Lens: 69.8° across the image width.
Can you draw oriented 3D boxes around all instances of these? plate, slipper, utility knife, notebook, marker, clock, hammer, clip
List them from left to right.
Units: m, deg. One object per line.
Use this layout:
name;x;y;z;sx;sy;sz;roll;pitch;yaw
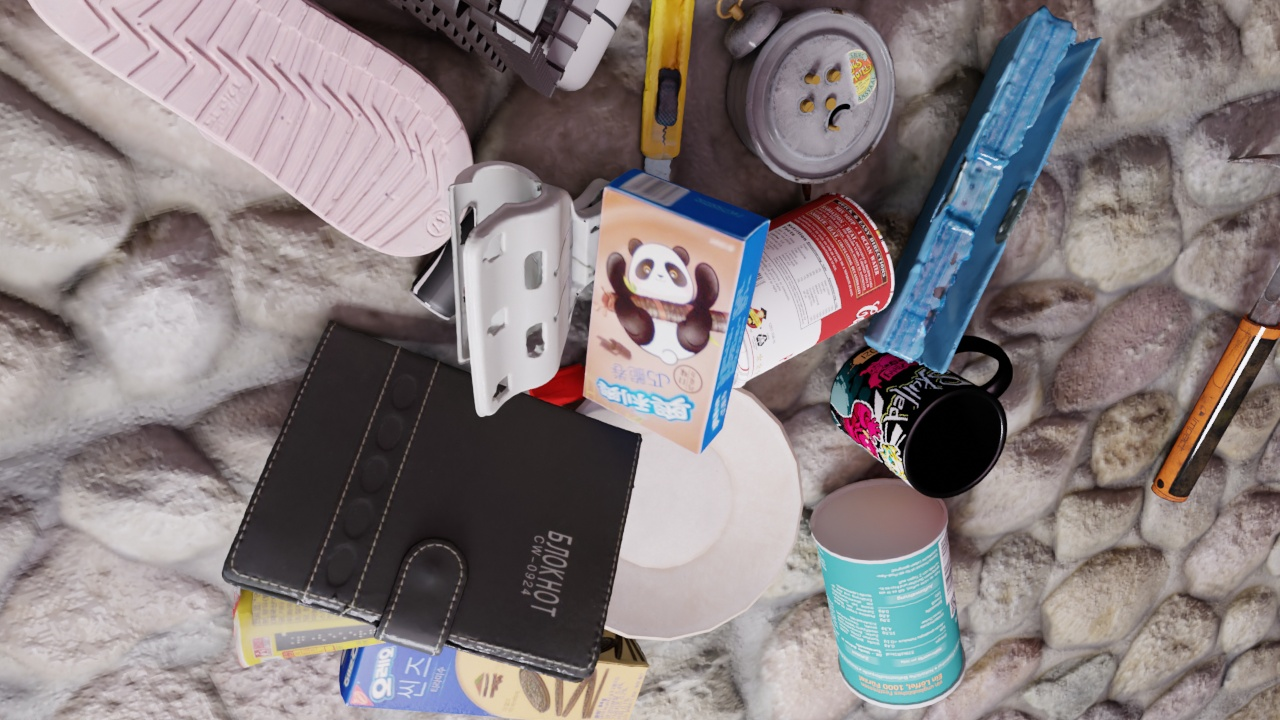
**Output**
slipper;-0.187;-0.144;0.474;0.239;0.064;0.094;34;92;-40
notebook;-0.110;0.083;0.534;0.209;0.030;0.169;19;59;-11
clip;-0.069;-0.059;0.531;0.099;0.151;0.127;21;134;14
marker;-0.004;0.004;0.618;0.145;0.021;0.023;-16;97;-13
utility knife;0.017;-0.163;0.568;0.030;0.019;0.217;2;112;-10
plate;0.019;0.098;0.630;0.188;0.027;0.189;-2;99;-10
clock;0.096;-0.173;0.567;0.148;0.056;0.104;40;93;-29
hammer;0.488;-0.018;0.752;0.035;0.137;0.315;-5;124;-18

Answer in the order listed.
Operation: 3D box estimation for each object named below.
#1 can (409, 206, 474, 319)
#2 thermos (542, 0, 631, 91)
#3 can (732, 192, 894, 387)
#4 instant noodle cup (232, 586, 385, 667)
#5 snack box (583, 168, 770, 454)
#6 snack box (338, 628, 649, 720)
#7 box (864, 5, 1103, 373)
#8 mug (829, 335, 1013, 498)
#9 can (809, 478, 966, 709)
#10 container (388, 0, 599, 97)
can;-0.103;-0.065;0.551;0.031;0.031;0.080;36;95;-27
thermos;-0.004;-0.257;0.501;0.052;0.052;0.224;24;100;-26
can;0.088;-0.046;0.589;0.116;0.087;0.087;-27;116;-15
instant noodle cup;-0.176;0.131;0.554;0.112;0.100;0.100;2;109;-13
snack box;0.016;-0.026;0.531;0.034;0.087;0.152;-41;149;-45
snack box;-0.100;0.212;0.643;0.206;0.057;0.056;14;103;-23
box;0.222;-0.105;0.608;0.054;0.093;0.231;24;97;6
mug;0.210;0.028;0.659;0.118;0.098;0.082;-41;117;-1
can;0.193;0.179;0.710;0.099;0.099;0.144;-21;115;-11
container;-0.089;-0.275;0.336;0.243;0.245;0.247;27;99;-9
